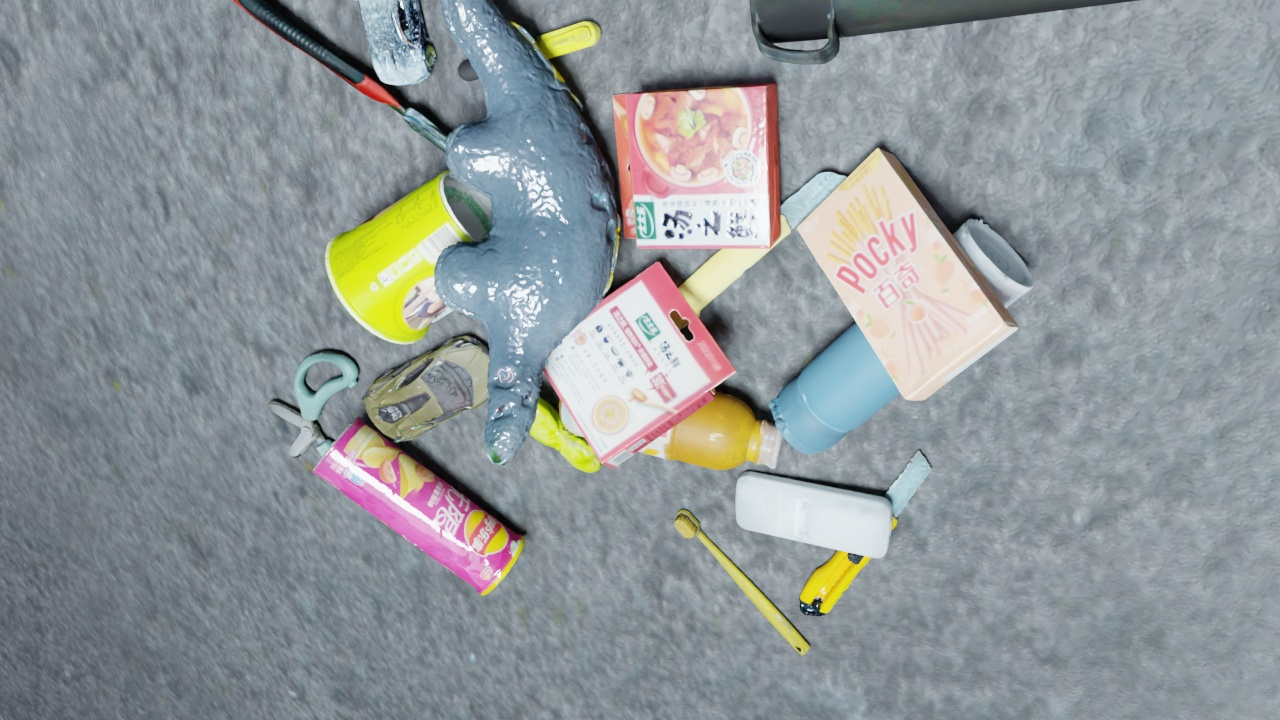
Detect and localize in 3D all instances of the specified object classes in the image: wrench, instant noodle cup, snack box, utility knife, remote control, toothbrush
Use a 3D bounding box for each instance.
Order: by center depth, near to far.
[{"bbox_3d":[0.177,-0.059,0.626,0.085,0.026,0.157,-46,58,35],"label":"snack box"},{"bbox_3d":[0.036,-0.140,0.669,0.127,0.044,0.113,2,111,20],"label":"snack box"},{"bbox_3d":[0.078,-0.080,0.711,0.031,0.021,0.205,42,131,-11],"label":"utility knife"},{"bbox_3d":[-0.004,0.004,0.733,0.127,0.044,0.113,-34,73,3],"label":"snack box"},{"bbox_3d":[-0.235,-0.231,0.734,0.273,0.056,0.016,35,86,4],"label":"wrench"},{"bbox_3d":[-0.176,-0.092,0.759,0.124,0.111,0.111,-32,104,24],"label":"instant noodle cup"},{"bbox_3d":[0.149,0.133,0.797,0.136,0.020,0.056,8,114,24],"label":"remote control"},{"bbox_3d":[0.194,0.159,0.806,0.033,0.015,0.217,27,124,2],"label":"utility knife"},{"bbox_3d":[0.097,0.214,0.876,0.016,0.016,0.190,-35,102,34],"label":"toothbrush"}]

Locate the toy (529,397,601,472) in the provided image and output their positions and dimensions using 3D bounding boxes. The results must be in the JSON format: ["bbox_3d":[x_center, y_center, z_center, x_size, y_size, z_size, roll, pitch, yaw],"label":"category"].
[{"bbox_3d":[-0.080,0.064,0.837,0.100,0.031,0.097,34,162,22],"label":"toy"}]

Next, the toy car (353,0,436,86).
[{"bbox_3d":[-0.193,-0.264,0.704,0.049,0.031,0.106,1,118,20],"label":"toy car"}]

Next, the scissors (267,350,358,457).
[{"bbox_3d":[-0.308,0.068,0.950,0.171,0.019,0.170,34,126,1],"label":"scissors"}]

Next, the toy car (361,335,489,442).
[{"bbox_3d":[-0.199,0.028,0.871,0.158,0.042,0.070,-27,107,29],"label":"toy car"}]

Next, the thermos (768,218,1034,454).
[{"bbox_3d":[0.185,-0.008,0.685,0.070,0.070,0.221,40,126,-4],"label":"thermos"}]

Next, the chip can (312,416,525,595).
[{"bbox_3d":[-0.220,0.146,0.916,0.210,0.071,0.072,38,125,-10],"label":"chip can"}]

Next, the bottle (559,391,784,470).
[{"bbox_3d":[0.027,0.050,0.777,0.190,0.067,0.068,14,122,14],"label":"bottle"}]

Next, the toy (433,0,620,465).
[{"bbox_3d":[-0.082,-0.102,0.688,0.091,0.137,0.356,9,102,55],"label":"toy"}]

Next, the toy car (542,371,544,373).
[{"bbox_3d":[-0.081,-0.036,0.790,0.054,0.036,0.121,30,128,2],"label":"toy car"}]

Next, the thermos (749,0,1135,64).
[{"bbox_3d":[0.188,-0.224,0.546,0.243,0.089,0.068,-2,160,23],"label":"thermos"}]

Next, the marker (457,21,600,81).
[{"bbox_3d":[-0.087,-0.231,0.690,0.124,0.015,0.018,-7,110,26],"label":"marker"}]

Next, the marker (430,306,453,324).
[{"bbox_3d":[-0.144,-0.066,0.809,0.146,0.017,0.017,-26,107,32],"label":"marker"}]
